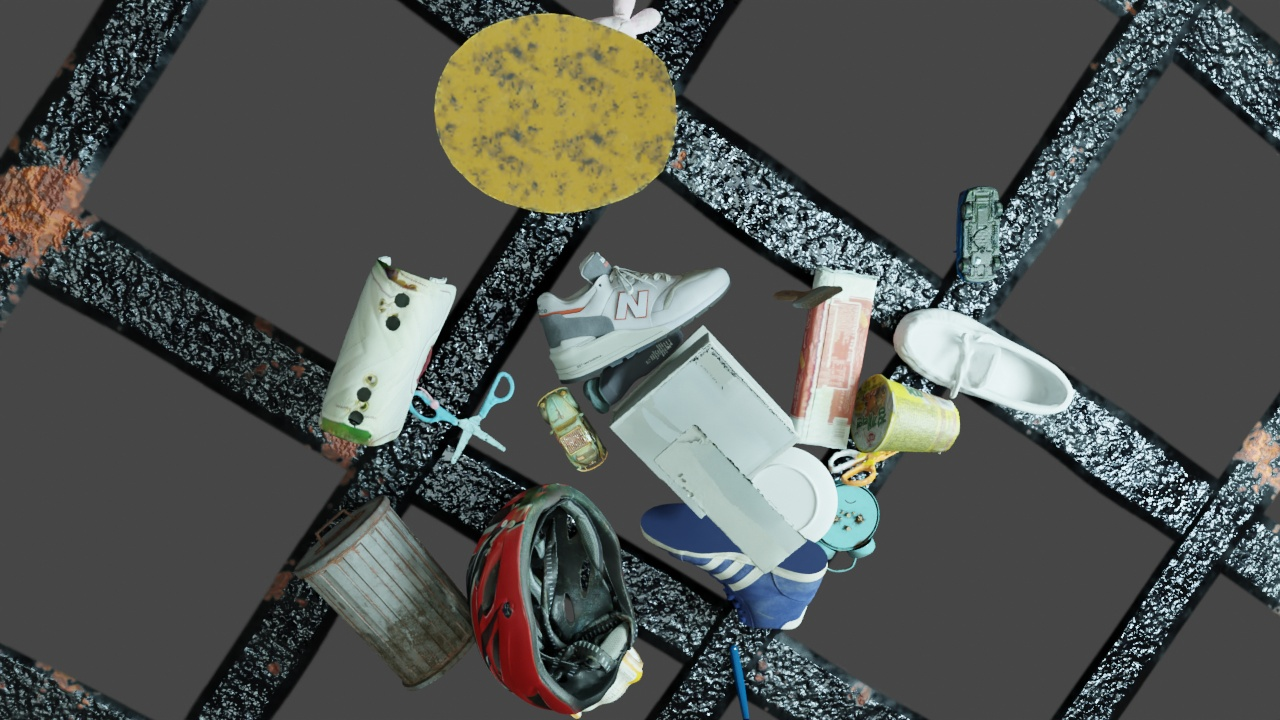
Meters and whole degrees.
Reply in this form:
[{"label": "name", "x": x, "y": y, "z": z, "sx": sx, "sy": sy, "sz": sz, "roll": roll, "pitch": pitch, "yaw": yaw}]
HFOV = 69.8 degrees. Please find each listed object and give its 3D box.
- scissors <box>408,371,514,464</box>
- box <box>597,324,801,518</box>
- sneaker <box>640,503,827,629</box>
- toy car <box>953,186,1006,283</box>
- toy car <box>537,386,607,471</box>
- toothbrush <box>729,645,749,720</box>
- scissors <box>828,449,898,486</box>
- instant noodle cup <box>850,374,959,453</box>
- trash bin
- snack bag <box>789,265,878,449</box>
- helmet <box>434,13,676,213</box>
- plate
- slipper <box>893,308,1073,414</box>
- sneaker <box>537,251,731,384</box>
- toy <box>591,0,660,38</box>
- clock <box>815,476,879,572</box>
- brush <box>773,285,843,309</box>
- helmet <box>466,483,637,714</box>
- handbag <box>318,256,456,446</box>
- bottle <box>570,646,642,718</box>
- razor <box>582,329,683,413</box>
[{"label": "scissors", "x": -0.212, "y": 0.060, "z": 1.123, "sx": 0.135, "sy": 0.015, "sz": 0.135, "roll": 35, "pitch": 95, "yaw": -16}, {"label": "box", "x": 0.059, "y": 0.057, "z": 1.260, "sx": 0.171, "sy": 0.404, "sz": 0.169, "roll": -43, "pitch": 101, "yaw": 0}, {"label": "sneaker", "x": 0.111, "y": 0.266, "z": 1.163, "sx": 0.233, "sy": 0.091, "sz": 0.119, "roll": 11, "pitch": 125, "yaw": 9}, {"label": "toy car", "x": 0.424, "y": -0.158, "z": 1.154, "sx": 0.056, "sy": 0.043, "sz": 0.120, "roll": -3, "pitch": 97, "yaw": -7}, {"label": "toy car", "x": -0.082, "y": 0.088, "z": 1.123, "sx": 0.047, "sy": 0.047, "sz": 0.112, "roll": -31, "pitch": 100, "yaw": 1}, {"label": "toothbrush", "x": 0.137, "y": 0.457, "z": 1.219, "sx": 0.014, "sy": 0.014, "sz": 0.168, "roll": -7, "pitch": 97, "yaw": 28}, {"label": "scissors", "x": 0.300, "y": 0.120, "z": 1.183, "sx": 0.130, "sy": 0.070, "sz": 0.013, "roll": -26, "pitch": 129, "yaw": -23}, {"label": "instant noodle cup", "x": 0.335, "y": 0.074, "z": 1.152, "sx": 0.108, "sy": 0.102, "sz": 0.102, "roll": 10, "pitch": 96, "yaw": -15}, {"label": "trash bin", "x": -0.297, "y": 0.267, "z": 1.081, "sx": 0.131, "sy": 0.131, "sz": 0.211, "roll": -37, "pitch": 102, "yaw": -1}, {"label": "snack bag", "x": 0.240, "y": -0.003, "z": 1.156, "sx": 0.077, "sy": 0.041, "sz": 0.225, "roll": 8, "pitch": 95, "yaw": -9}, {"label": "helmet", "x": -0.096, "y": -0.268, "z": 1.028, "sx": 0.255, "sy": 0.131, "sz": 0.205, "roll": 0, "pitch": 98, "yaw": -8}, {"label": "plate", "x": 0.180, "y": 0.175, "z": 1.158, "sx": 0.135, "sy": 0.011, "sz": 0.134, "roll": 2, "pitch": 96, "yaw": 18}, {"label": "slipper", "x": 0.437, "y": 0.007, "z": 1.172, "sx": 0.246, "sy": 0.075, "sz": 0.112, "roll": 23, "pitch": 79, "yaw": -8}, {"label": "sneaker", "x": -0.020, "y": -0.077, "z": 1.087, "sx": 0.240, "sy": 0.089, "sz": 0.124, "roll": -32, "pitch": 104, "yaw": 1}, {"label": "toy", "x": -0.027, "y": -0.381, "z": 1.066, "sx": 0.063, "sy": 0.047, "sz": 0.110, "roll": 41, "pitch": 80, "yaw": -14}, {"label": "clock", "x": 0.258, "y": 0.211, "z": 1.181, "sx": 0.090, "sy": 0.053, "sz": 0.124, "roll": 2, "pitch": 97, "yaw": -7}, {"label": "brush", "x": 0.188, "y": -0.076, "z": 1.085, "sx": 0.045, "sy": 0.143, "sz": 0.008, "roll": -30, "pitch": 102, "yaw": -11}, {"label": "helmet", "x": -0.107, "y": 0.276, "z": 1.073, "sx": 0.167, "sy": 0.216, "sz": 0.272, "roll": -6, "pitch": 102, "yaw": 28}, {"label": "handbag", "x": -0.286, "y": -0.012, "z": 1.037, "sx": 0.096, "sy": 0.142, "sz": 0.198, "roll": 22, "pitch": 95, "yaw": -12}, {"label": "bottle", "x": -0.051, "y": 0.405, "z": 1.163, "sx": 0.108, "sy": 0.063, "sz": 0.063, "roll": -41, "pitch": 101, "yaw": -1}, {"label": "razor", "x": -0.007, "y": 0.007, "z": 1.122, "sx": 0.143, "sy": 0.052, "sz": 0.047, "roll": -38, "pitch": 114, "yaw": -5}]
